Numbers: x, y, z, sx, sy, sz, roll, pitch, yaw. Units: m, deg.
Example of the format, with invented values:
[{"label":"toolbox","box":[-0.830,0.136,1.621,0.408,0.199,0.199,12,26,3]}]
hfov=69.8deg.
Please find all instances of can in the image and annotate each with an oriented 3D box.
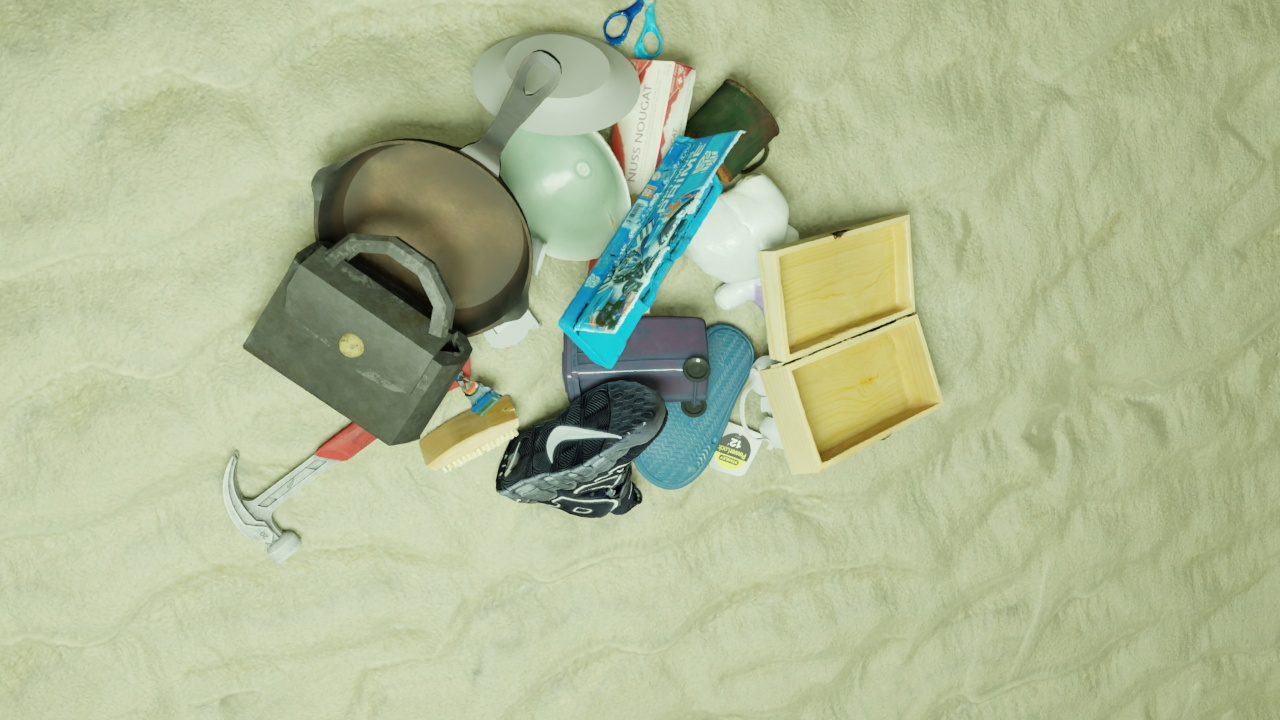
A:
[{"label":"can","box":[-0.159,-0.125,1.005,0.106,0.044,0.044,16,98,-4]}]

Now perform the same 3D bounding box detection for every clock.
[{"label":"clock","box":[0.185,0.043,1.100,0.158,0.061,0.120,-23,109,-30]}]

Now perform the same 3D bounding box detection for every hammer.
[{"label":"hammer","box":[-0.323,0.086,1.032,0.315,0.036,0.126,-37,105,-4]}]

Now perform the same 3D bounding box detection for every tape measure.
[{"label":"tape measure","box":[0.113,0.107,1.143,0.064,0.017,0.065,21,97,-16]},{"label":"tape measure","box":[-0.154,-0.047,1.046,0.062,0.020,0.060,-36,107,-3]}]

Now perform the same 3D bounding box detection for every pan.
[{"label":"pan","box":[-0.182,-0.168,0.922,0.248,0.043,0.357,34,123,-15]}]

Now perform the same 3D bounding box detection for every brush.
[{"label":"brush","box":[-0.194,0.087,1.054,0.117,0.049,0.039,-27,129,-7]}]

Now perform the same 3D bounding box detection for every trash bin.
[{"label":"trash bin","box":[-0.006,0.006,1.028,0.161,0.094,0.092,-2,61,0]}]

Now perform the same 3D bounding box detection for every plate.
[{"label":"plate","box":[-0.085,-0.295,0.941,0.172,0.172,0.019,-6,144,-12]}]

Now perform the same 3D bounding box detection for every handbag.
[{"label":"handbag","box":[-0.270,-0.035,0.926,0.197,0.102,0.200,34,117,-6]}]

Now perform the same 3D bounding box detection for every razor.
[{"label":"razor","box":[-0.218,0.007,1.015,0.141,0.018,0.044,40,123,-18]}]

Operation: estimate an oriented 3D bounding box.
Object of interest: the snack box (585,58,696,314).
[{"label":"snack box","box":[-0.005,-0.191,1.017,0.044,0.077,0.273,-1,106,-49]}]

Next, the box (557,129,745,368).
[{"label":"box","box":[0.005,-0.122,0.929,0.075,0.167,0.243,31,78,3]}]

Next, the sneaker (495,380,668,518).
[{"label":"sneaker","box":[-0.036,0.118,1.026,0.150,0.097,0.253,32,139,-32]}]

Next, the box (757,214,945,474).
[{"label":"box","box":[0.244,-0.026,1.060,0.246,0.076,0.257,-19,106,-38]}]

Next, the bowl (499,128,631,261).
[{"label":"bowl","box":[-0.076,-0.199,1.000,0.174,0.067,0.174,14,127,20]}]

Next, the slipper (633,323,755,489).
[{"label":"slipper","box":[0.059,0.051,1.099,0.104,0.059,0.213,32,80,-9]}]

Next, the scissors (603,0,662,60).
[{"label":"scissors","box":[0.005,-0.401,1.007,0.073,0.016,0.134,17,97,-14]}]

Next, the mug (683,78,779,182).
[{"label":"mug","box":[0.104,-0.247,1.033,0.081,0.085,0.111,-46,136,2]}]

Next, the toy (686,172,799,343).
[{"label":"toy","box":[0.142,-0.112,1.068,0.137,0.085,0.209,-43,113,0]}]
